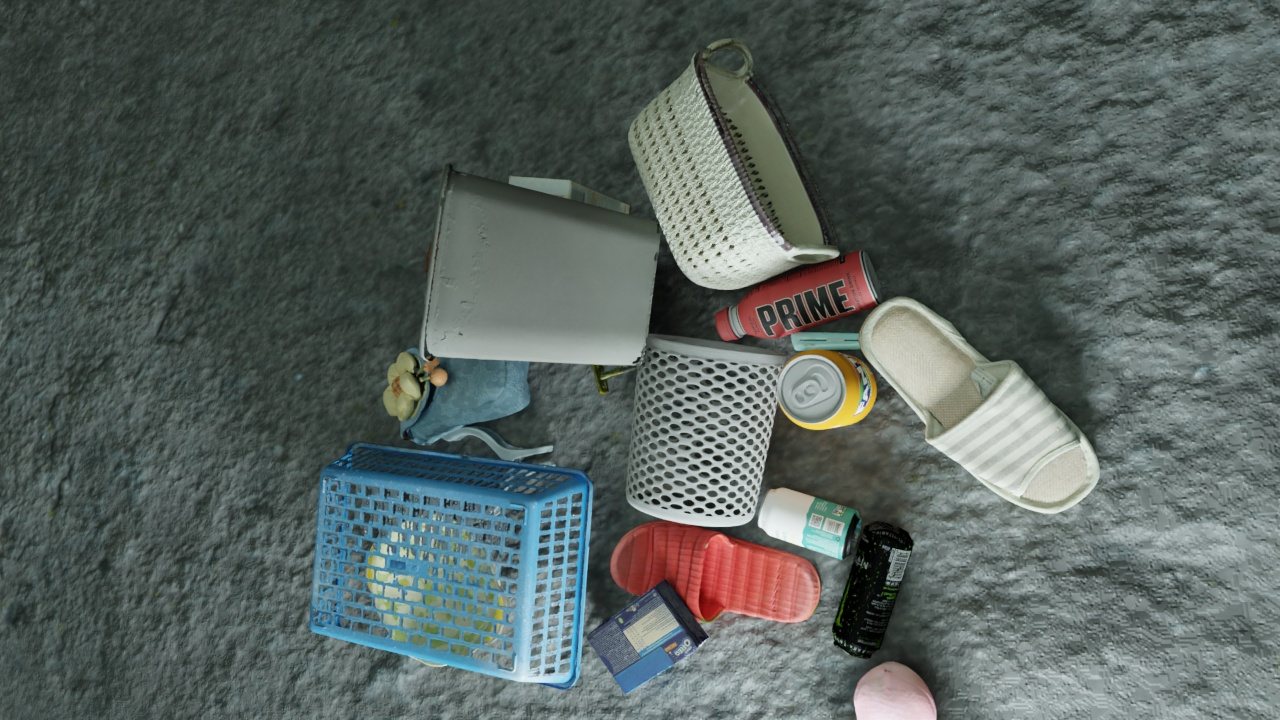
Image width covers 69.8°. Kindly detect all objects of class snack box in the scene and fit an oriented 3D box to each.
[{"bbox_3d":[-0.081,-0.185,1.064,0.082,0.149,0.026,9,92,25],"label":"snack box"},{"bbox_3d":[0.005,0.317,1.048,0.082,0.027,0.151,53,130,9],"label":"snack box"}]

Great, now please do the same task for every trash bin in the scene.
[{"bbox_3d":[0.065,0.072,0.992,0.157,0.156,0.183,10,95,24],"label":"trash bin"},{"bbox_3d":[-0.105,-0.083,0.973,0.220,0.197,0.197,7,88,-8],"label":"trash bin"}]

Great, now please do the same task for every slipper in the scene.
[{"bbox_3d":[0.075,0.242,1.033,0.249,0.059,0.103,5,91,23],"label":"slipper"},{"bbox_3d":[0.333,0.042,0.918,0.272,0.054,0.115,43,108,14],"label":"slipper"}]

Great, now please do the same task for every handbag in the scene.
[{"bbox_3d":[-0.235,0.027,1.141,0.192,0.118,0.121,-17,61,26],"label":"handbag"}]

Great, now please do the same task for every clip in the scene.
[{"bbox_3d":[-0.198,0.115,1.176,0.173,0.030,0.164,-37,76,18],"label":"clip"}]

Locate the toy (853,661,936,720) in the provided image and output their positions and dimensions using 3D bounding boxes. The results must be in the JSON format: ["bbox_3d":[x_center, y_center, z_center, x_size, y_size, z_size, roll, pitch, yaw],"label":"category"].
[{"bbox_3d":[0.264,0.422,0.927,0.190,0.087,0.238,1,95,25],"label":"toy"}]

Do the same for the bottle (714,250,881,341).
[{"bbox_3d":[0.167,-0.063,0.998,0.177,0.062,0.062,-18,81,23],"label":"bottle"}]

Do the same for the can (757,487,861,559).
[{"bbox_3d":[0.182,0.174,0.988,0.102,0.054,0.055,15,94,24],"label":"can"}]

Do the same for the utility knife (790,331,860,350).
[{"bbox_3d":[0.236,-0.021,0.993,0.148,0.015,0.022,0,82,21],"label":"utility knife"}]

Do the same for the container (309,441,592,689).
[{"bbox_3d":[-0.243,0.241,1.093,0.363,0.089,0.257,4,90,24],"label":"container"}]

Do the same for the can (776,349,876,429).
[{"bbox_3d":[0.191,0.030,0.939,0.079,0.142,0.079,-1,88,24],"label":"can"}]

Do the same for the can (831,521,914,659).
[{"bbox_3d":[0.242,0.239,0.959,0.054,0.054,0.138,19,96,23],"label":"can"}]

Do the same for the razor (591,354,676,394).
[{"bbox_3d":[-0.006,0.006,1.097,0.106,0.026,0.042,-17,79,19],"label":"razor"}]

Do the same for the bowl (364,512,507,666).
[{"bbox_3d":[-0.249,0.288,1.176,0.219,0.060,0.188,16,95,25],"label":"bowl"}]

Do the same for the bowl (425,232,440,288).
[{"bbox_3d":[-0.226,-0.124,1.195,0.114,0.026,0.102,12,93,24],"label":"bowl"}]

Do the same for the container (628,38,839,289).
[{"bbox_3d":[0.096,-0.193,0.974,0.144,0.184,0.251,-28,77,30],"label":"container"}]
